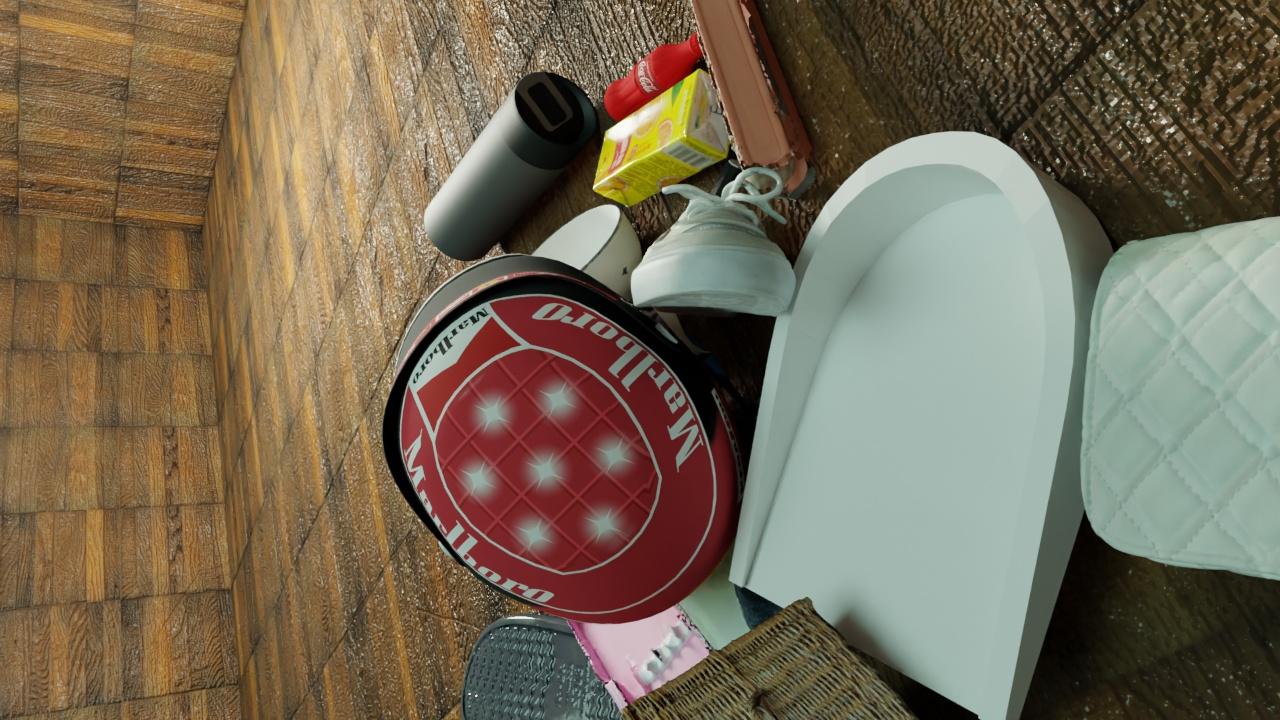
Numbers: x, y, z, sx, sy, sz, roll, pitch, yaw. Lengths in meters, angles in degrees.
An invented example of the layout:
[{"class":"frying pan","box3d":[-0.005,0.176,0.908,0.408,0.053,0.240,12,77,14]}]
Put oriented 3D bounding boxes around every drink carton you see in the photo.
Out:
[{"class":"drink carton","box3d":[0.017,-0.168,0.711,0.135,0.043,0.058,-14,61,56]}]

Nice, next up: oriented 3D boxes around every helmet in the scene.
[{"class":"helmet","box3d":[-0.054,0.046,0.598,0.198,0.271,0.224,-45,-2,3]}]

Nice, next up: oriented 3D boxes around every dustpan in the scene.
[{"class":"dustpan","box3d":[0.130,0.017,0.463,0.192,0.053,0.257,14,85,58]}]

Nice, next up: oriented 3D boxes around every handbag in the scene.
[{"class":"handbag","box3d":[0.258,0.011,0.313,0.195,0.072,0.138,-3,77,57]}]

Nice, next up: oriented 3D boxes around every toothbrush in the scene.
[{"class":"toothbrush","box3d":[0.050,-0.005,0.666,0.189,0.016,0.017,51,119,35]}]

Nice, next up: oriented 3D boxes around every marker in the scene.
[{"class":"marker","box3d":[0.044,-0.096,0.694,0.021,0.017,0.124,58,133,40]}]

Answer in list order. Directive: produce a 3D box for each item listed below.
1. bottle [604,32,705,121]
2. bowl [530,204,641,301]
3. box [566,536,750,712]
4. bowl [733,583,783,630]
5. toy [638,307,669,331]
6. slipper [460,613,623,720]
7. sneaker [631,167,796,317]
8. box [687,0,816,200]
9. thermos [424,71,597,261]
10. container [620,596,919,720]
[{"class":"bottle","box3d":[0.015,-0.226,0.728,0.119,0.036,0.036,-18,74,55]},{"class":"bowl","box3d":[-0.044,-0.070,0.767,0.114,0.063,0.113,-31,29,19]},{"class":"box","box3d":[0.038,0.185,0.641,0.159,0.035,0.230,-53,35,4]},{"class":"bowl","box3d":[0.109,0.120,0.540,0.111,0.055,0.110,-34,46,44]},{"class":"toy","box3d":[-0.004,0.004,0.747,0.080,0.036,0.100,14,102,57]},{"class":"slipper","box3d":[-0.044,0.272,0.770,0.269,0.083,0.110,-12,67,39]},{"class":"sneaker","box3d":[0.042,-0.073,0.564,0.242,0.089,0.091,-97,12,-87]},{"class":"box","box3d":[0.080,-0.194,0.638,0.056,0.064,0.188,-20,65,17]},{"class":"thermos","box3d":[-0.136,-0.187,0.917,0.241,0.082,0.082,-33,61,52]},{"class":"container","box3d":[0.083,0.233,0.462,0.114,0.112,0.199,43,158,48]}]
